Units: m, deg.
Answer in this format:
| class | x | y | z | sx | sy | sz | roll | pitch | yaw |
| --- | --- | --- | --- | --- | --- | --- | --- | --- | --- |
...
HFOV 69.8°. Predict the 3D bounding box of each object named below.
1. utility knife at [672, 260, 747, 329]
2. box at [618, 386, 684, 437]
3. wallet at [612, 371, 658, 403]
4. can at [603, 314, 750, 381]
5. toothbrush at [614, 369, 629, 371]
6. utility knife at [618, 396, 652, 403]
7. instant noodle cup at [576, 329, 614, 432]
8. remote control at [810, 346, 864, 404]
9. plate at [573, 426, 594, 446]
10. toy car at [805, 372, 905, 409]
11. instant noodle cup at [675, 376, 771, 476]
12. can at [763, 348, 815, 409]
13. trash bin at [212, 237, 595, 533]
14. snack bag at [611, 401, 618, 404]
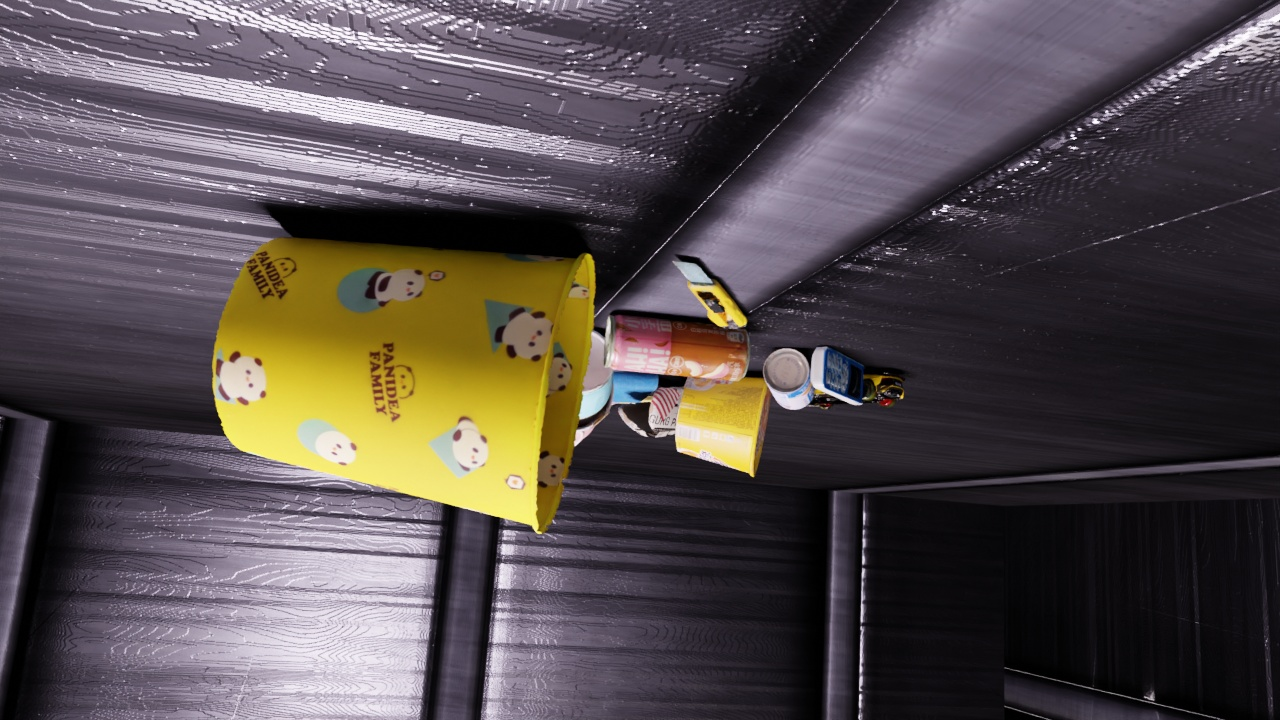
| class | x | y | z | sx | sy | sz | roll | pitch | yaw |
| --- | --- | --- | --- | --- | --- | --- | --- | --- | --- |
| utility knife | 0.064 | -0.056 | 0.836 | 0.033 | 0.015 | 0.209 | -2 | 167 | 18 |
| box | 0.041 | 0.066 | 1.301 | 0.088 | 0.076 | 0.162 | -48 | 158 | 16 |
| wallet | -0.051 | 0.034 | 1.289 | 0.133 | 0.040 | 0.106 | 7 | 164 | -14 |
| can | 0.037 | -0.013 | 0.956 | 0.147 | 0.058 | 0.058 | 5 | 169 | -7 |
| toothbrush | -0.007 | 0.007 | 1.191 | 0.181 | 0.018 | 0.015 | -3 | 162 | 21 |
| utility knife | 0.004 | 0.066 | 1.478 | 0.168 | 0.018 | 0.031 | -3 | 163 | 28 |
| instant noodle cup | -0.075 | 0.017 | 1.059 | 0.111 | 0.111 | 0.121 | 6 | 161 | -9 |
| remote control | 0.232 | 0.019 | 1.072 | 0.024 | 0.049 | 0.124 | -1 | 168 | 36 |
| plate | -0.142 | 0.107 | 1.277 | 0.192 | 0.039 | 0.193 | -20 | 159 | -8 |
| toy car | 0.260 | 0.038 | 1.176 | 0.156 | 0.041 | 0.071 | -8 | 164 | 40 |
| instant noodle cup | 0.111 | 0.079 | 1.235 | 0.110 | 0.138 | 0.138 | 9 | 170 | 13 |
| can | 0.181 | 0.025 | 1.107 | 0.053 | 0.053 | 0.134 | 1 | 169 | 14 |
| trash bin | -0.182 | 0.008 | 0.756 | 0.255 | 0.229 | 0.230 | 9 | 169 | 4 |
| snack bag | -0.050 | 0.057 | 1.425 | 0.045 | 0.026 | 0.105 | 13 | 164 | -24 |
